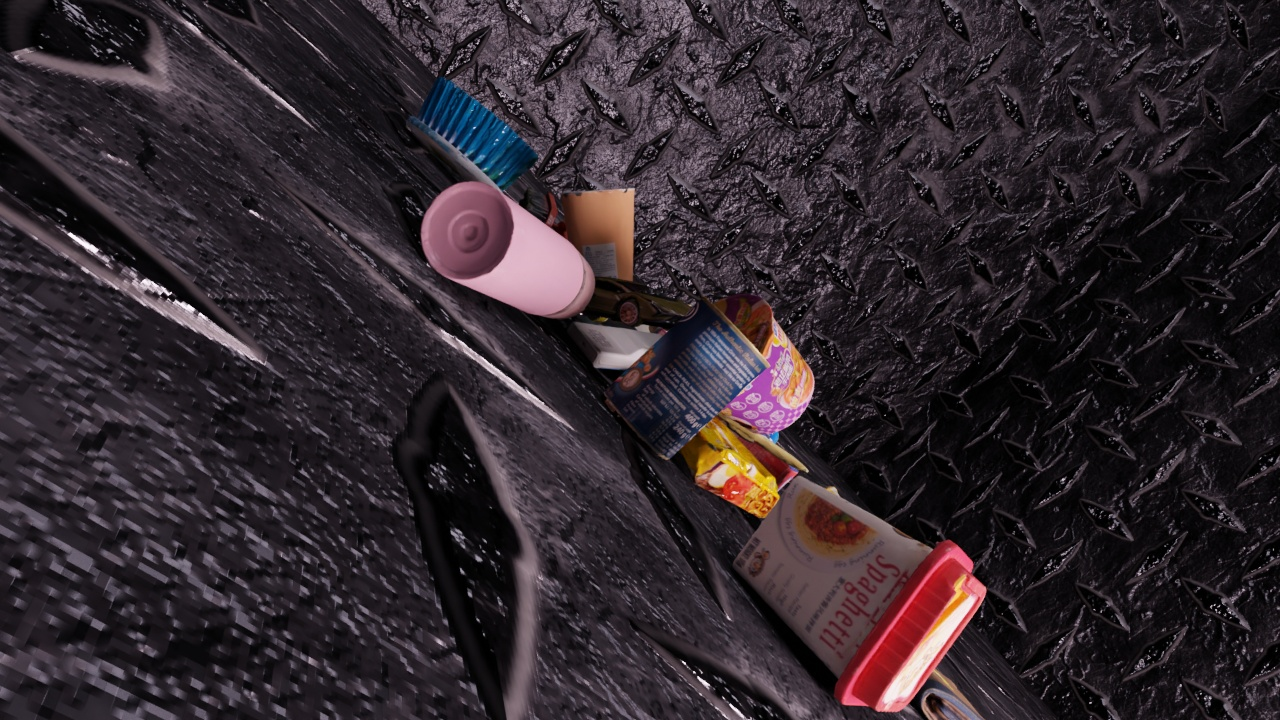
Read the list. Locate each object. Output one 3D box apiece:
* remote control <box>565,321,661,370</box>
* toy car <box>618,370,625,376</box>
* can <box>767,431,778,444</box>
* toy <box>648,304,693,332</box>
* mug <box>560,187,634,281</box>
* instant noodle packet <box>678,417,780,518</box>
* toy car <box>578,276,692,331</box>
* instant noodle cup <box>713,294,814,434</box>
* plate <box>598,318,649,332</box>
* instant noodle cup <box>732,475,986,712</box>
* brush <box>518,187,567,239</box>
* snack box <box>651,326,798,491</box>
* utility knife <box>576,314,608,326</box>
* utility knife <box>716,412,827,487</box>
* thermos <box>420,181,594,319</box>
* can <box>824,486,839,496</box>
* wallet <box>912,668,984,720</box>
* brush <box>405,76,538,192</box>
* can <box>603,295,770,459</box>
[{"bbox_3d":[-0.012,-0.011,0.841,0.124,0.024,0.049,6,35,-50],"label":"remote control"},{"bbox_3d":[0.013,0.025,0.881,0.105,0.032,0.048,44,6,-3],"label":"toy car"},{"bbox_3d":[0.111,0.072,1.089,0.102,0.057,0.083,38,1,21],"label":"can"},{"bbox_3d":[0.066,-0.027,1.113,0.157,0.066,0.105,28,35,-50],"label":"toy"},{"bbox_3d":[-0.041,-0.119,0.971,0.078,0.078,0.123,-95,-179,-81],"label":"mug"},{"bbox_3d":[0.058,0.076,0.792,0.110,0.044,0.128,39,6,-37],"label":"instant noodle packet"},{"bbox_3d":[-0.018,-0.049,0.788,0.158,0.042,0.070,13,5,36],"label":"toy car"},{"bbox_3d":[0.100,0.011,0.847,0.099,0.111,0.111,41,7,-34],"label":"instant noodle cup"},{"bbox_3d":[-0.012,-0.033,1.099,0.163,0.034,0.164,42,7,-34],"label":"plate"},{"bbox_3d":[0.137,0.145,0.590,0.124,0.116,0.116,35,-1,32],"label":"instant noodle cup"},{"bbox_3d":[-0.116,-0.160,1.091,0.069,0.063,0.145,30,11,-16],"label":"brush"},{"bbox_3d":[0.074,0.057,0.963,0.207,0.058,0.057,48,6,20],"label":"snack box"},{"bbox_3d":[-0.005,0.005,0.926,0.182,0.018,0.034,44,-33,3],"label":"utility knife"},{"bbox_3d":[0.113,0.074,0.893,0.183,0.019,0.031,29,-3,9],"label":"utility knife"},{"bbox_3d":[-0.092,-0.079,0.673,0.087,0.067,0.198,47,7,13],"label":"thermos"},{"bbox_3d":[0.159,0.154,0.820,0.049,0.074,0.148,51,5,19],"label":"can"},{"bbox_3d":[0.257,0.290,0.791,0.090,0.033,0.115,44,2,-5],"label":"wallet"},{"bbox_3d":[-0.148,-0.190,1.011,0.314,0.109,0.060,40,-11,17],"label":"brush"},{"bbox_3d":[0.035,0.015,0.712,0.075,0.111,0.075,46,4,-4],"label":"can"}]
